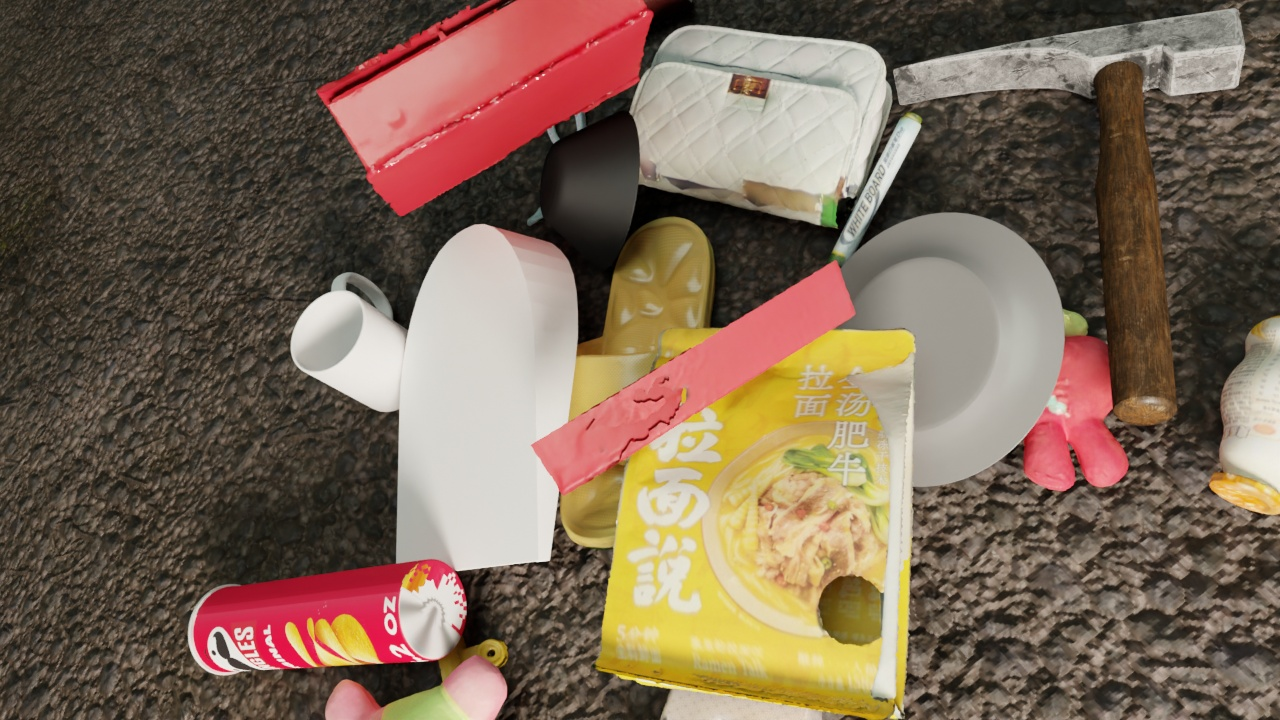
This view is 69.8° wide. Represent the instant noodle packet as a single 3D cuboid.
[{"bbox_3d":[0.072,0.083,0.534,0.163,0.084,0.221,0,71,22],"label":"instant noodle packet"}]

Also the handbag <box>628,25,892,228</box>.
[{"bbox_3d":[0.085,-0.185,0.706,0.195,0.072,0.138,16,82,27],"label":"handbag"}]

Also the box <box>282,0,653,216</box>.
[{"bbox_3d":[-0.152,-0.266,0.690,0.213,0.148,0.374,-31,57,-4],"label":"box"}]

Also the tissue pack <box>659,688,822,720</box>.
[{"bbox_3d":[0.042,0.275,0.533,0.104,0.071,0.181,11,69,29],"label":"tissue pack"}]

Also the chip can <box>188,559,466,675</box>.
[{"bbox_3d":[-0.233,0.191,0.674,0.221,0.069,0.069,-13,62,29],"label":"chip can"}]

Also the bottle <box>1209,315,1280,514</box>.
[{"bbox_3d":[0.350,0.029,0.499,0.063,0.063,0.108,26,80,32],"label":"bottle"}]

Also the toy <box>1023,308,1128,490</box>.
[{"bbox_3d":[0.248,0.018,0.562,0.092,0.045,0.135,-19,56,9],"label":"toy"}]

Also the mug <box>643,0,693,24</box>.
[{"bbox_3d":[-0.003,-0.347,0.837,0.083,0.073,0.105,-17,32,17],"label":"mug"}]

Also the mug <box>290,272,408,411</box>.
[{"bbox_3d":[-0.235,-0.022,0.778,0.074,0.090,0.110,-18,61,16],"label":"mug"}]

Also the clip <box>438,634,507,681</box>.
[{"bbox_3d":[-0.122,0.218,0.660,0.048,0.046,0.054,-50,49,38],"label":"clip"}]

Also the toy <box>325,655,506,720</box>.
[{"bbox_3d":[-0.169,0.304,0.602,0.237,0.096,0.192,-41,54,16],"label":"toy"}]

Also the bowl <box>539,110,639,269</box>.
[{"bbox_3d":[-0.047,-0.136,0.713,0.052,0.124,0.124,5,62,-21],"label":"bowl"}]

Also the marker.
[{"bbox_3d":[0.161,-0.108,0.656,0.017,0.017,0.146,30,98,32],"label":"marker"}]

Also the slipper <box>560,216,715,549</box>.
[{"bbox_3d":[-0.004,0.004,0.668,0.100,0.078,0.262,1,66,25],"label":"slipper"}]

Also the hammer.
[{"bbox_3d":[0.266,-0.096,0.583,0.218,0.037,0.299,-2,58,24],"label":"hammer"}]

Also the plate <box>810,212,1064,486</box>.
[{"bbox_3d":[0.177,-0.009,0.586,0.179,0.012,0.178,-16,68,43],"label":"plate"}]

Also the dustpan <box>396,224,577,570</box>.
[{"bbox_3d":[-0.114,0.027,0.697,0.192,0.053,0.257,-19,68,46],"label":"dustpan"}]

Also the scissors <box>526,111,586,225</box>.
[{"bbox_3d":[-0.040,-0.183,0.807,0.170,0.013,0.175,-38,60,8],"label":"scissors"}]
